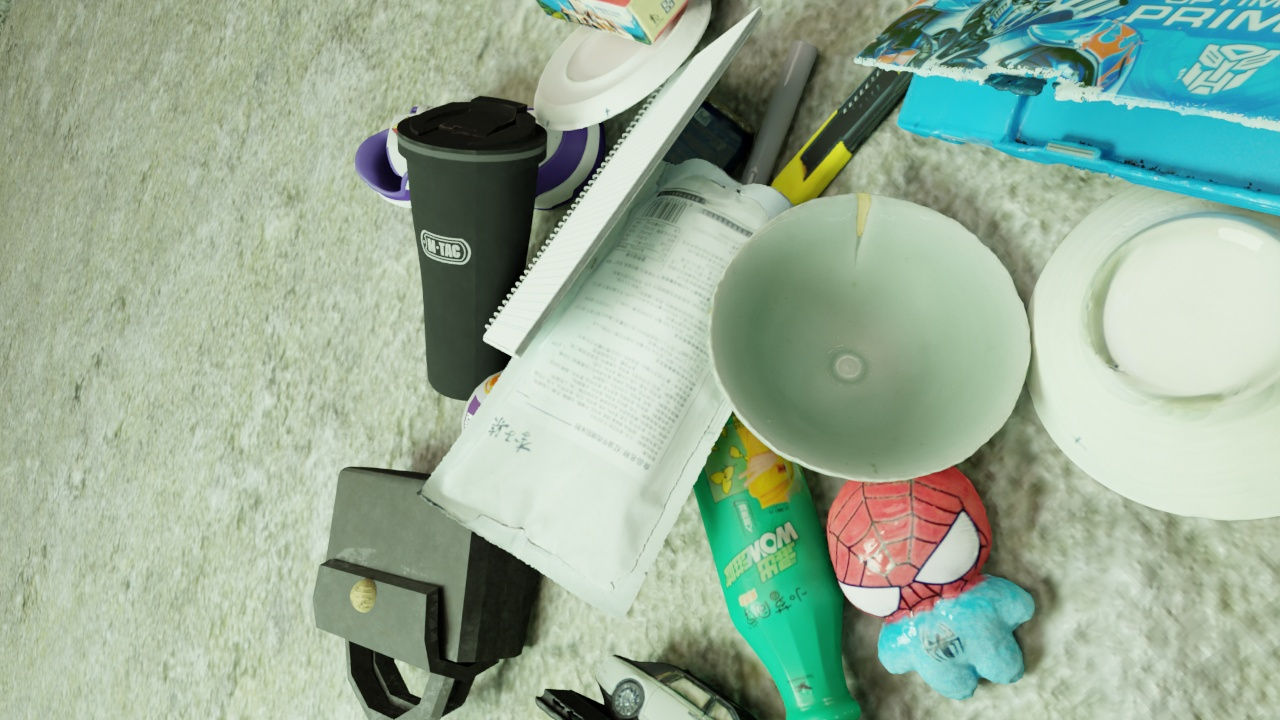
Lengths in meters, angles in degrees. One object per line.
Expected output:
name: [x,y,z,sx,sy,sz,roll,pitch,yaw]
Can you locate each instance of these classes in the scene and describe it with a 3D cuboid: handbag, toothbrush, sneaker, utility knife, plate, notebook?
handbag: [-0.185,0.191,0.729,0.198,0.102,0.199,0,81,41]
toothbrush: [0.078,-0.123,0.622,0.018,0.019,0.188,20,96,-3]
sneaker: [-0.144,-0.176,0.763,0.245,0.111,0.091,-4,78,40]
utility knife: [0.149,-0.168,0.572,0.188,0.020,0.028,-49,56,21]
plate: [-0.019,-0.232,0.687,0.157,0.014,0.156,-23,42,22]
notebook: [-0.022,-0.108,0.602,0.245,0.013,0.178,-55,15,-5]

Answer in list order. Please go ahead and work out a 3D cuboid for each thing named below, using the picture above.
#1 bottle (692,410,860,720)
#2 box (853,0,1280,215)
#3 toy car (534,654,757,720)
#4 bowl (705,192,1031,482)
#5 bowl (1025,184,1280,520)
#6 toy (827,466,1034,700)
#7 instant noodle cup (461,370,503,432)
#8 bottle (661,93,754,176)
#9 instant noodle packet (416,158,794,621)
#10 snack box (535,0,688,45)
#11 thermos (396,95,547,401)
bottle: [0.082,0.133,0.534,0.068,0.068,0.209,-31,62,32]
box: [0.210,-0.139,0.428,0.243,0.085,0.092,38,114,54]
toy car: [0.035,0.236,0.555,0.192,0.094,0.071,23,75,41]
bowl: [0.124,-0.006,0.521,0.174,0.068,0.174,-2,64,5]
bowl: [0.258,-0.016,0.421,0.177,0.057,0.176,-10,75,39]
toy: [0.150,0.114,0.488,0.092,0.062,0.133,-36,71,33]
instant noodle cup: [-0.063,0.051,0.653,0.122,0.121,0.137,21,104,51]
bottle: [0.014,-0.112,0.651,0.161,0.056,0.056,-51,53,21]
instant noodle packet: [-0.003,0.003,0.560,0.147,0.057,0.268,26,77,21]
snack box: [0.001,-0.310,0.679,0.142,0.040,0.145,-52,46,-3]
thermos: [-0.127,-0.080,0.698,0.106,0.105,0.219,33,129,40]
